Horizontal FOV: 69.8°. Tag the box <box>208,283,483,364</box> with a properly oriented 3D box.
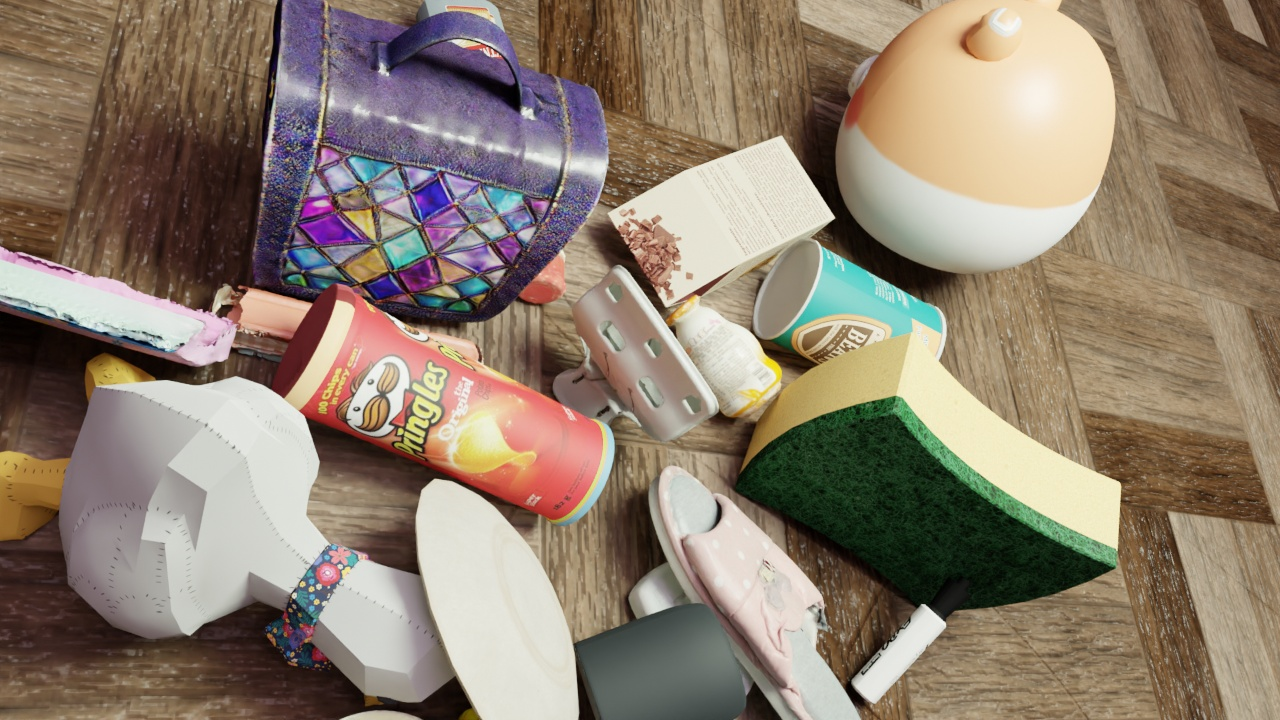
[{"bbox_3d":[-0.201,-0.014,0.638,0.186,0.053,0.058,13,94,-24],"label":"box"}]

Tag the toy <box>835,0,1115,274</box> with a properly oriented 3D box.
[{"bbox_3d":[0.330,-0.232,0.915,0.266,0.281,0.262,31,50,20],"label":"toy"}]

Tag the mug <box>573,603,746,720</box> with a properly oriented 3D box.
[{"bbox_3d":[0.016,0.229,0.620,0.094,0.085,0.122,-18,121,-11],"label":"mug"}]

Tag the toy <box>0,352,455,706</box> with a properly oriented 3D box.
[{"bbox_3d":[-0.215,0.094,0.499,0.267,0.247,0.140,25,55,8],"label":"toy"}]

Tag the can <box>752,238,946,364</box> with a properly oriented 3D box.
[{"bbox_3d":[0.191,-0.036,0.846,0.144,0.099,0.099,25,57,-19],"label":"can"}]

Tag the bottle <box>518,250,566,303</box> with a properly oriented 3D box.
[{"bbox_3d":[-0.081,-0.102,0.751,0.044,0.044,0.109,13,60,-25],"label":"bottle"}]

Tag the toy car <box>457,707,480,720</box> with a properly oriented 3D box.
[{"bbox_3d":[-0.074,0.257,0.593,0.107,0.030,0.049,24,56,-21],"label":"toy car"}]

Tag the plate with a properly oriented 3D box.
[{"bbox_3d":[-0.076,0.153,0.559,0.027,0.188,0.188,-26,80,4],"label":"plate"}]

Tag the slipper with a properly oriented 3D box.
[{"bbox_3d":[0.100,0.191,0.687,0.274,0.055,0.114,56,23,-3],"label":"slipper"}]

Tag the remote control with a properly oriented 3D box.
[{"bbox_3d":[0.040,0.206,0.685,0.060,0.028,0.114,-34,87,-38],"label":"remote control"}]

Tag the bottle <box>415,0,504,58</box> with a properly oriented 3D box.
[{"bbox_3d":[-0.137,-0.230,0.776,0.072,0.046,0.161,-7,72,-33],"label":"bottle"}]

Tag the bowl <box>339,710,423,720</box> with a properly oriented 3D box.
[{"bbox_3d":[-0.158,0.262,0.519,0.115,0.063,0.115,13,61,-25],"label":"bowl"}]

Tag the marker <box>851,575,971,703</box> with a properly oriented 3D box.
[{"bbox_3d":[0.221,0.224,0.743,0.025,0.025,0.126,42,92,-7],"label":"marker"}]

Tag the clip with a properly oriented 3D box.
[{"bbox_3d":[-0.004,0.004,0.685,0.081,0.148,0.125,-30,85,-30],"label":"clip"}]

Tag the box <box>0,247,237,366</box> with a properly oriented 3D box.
[{"bbox_3d":[-0.345,-0.044,0.487,0.230,0.159,0.035,19,88,-15],"label":"box"}]

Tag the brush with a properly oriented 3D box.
[{"bbox_3d":[0.224,0.102,0.739,0.250,0.196,0.075,34,55,-13],"label":"brush"}]

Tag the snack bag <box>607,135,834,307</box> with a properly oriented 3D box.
[{"bbox_3d":[0.070,-0.123,0.833,0.205,0.070,0.094,-28,83,-37],"label":"snack bag"}]

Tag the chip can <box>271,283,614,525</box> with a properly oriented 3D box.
[{"bbox_3d":[-0.125,0.035,0.611,0.213,0.087,0.086,30,55,-29],"label":"chip can"}]

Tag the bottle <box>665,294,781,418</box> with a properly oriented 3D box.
[{"bbox_3d":[0.069,-0.005,0.781,0.108,0.063,0.063,50,53,0],"label":"bottle"}]

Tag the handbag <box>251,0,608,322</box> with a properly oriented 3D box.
[{"bbox_3d":[-0.146,-0.136,0.609,0.204,0.223,0.125,9,55,-29],"label":"handbag"}]
